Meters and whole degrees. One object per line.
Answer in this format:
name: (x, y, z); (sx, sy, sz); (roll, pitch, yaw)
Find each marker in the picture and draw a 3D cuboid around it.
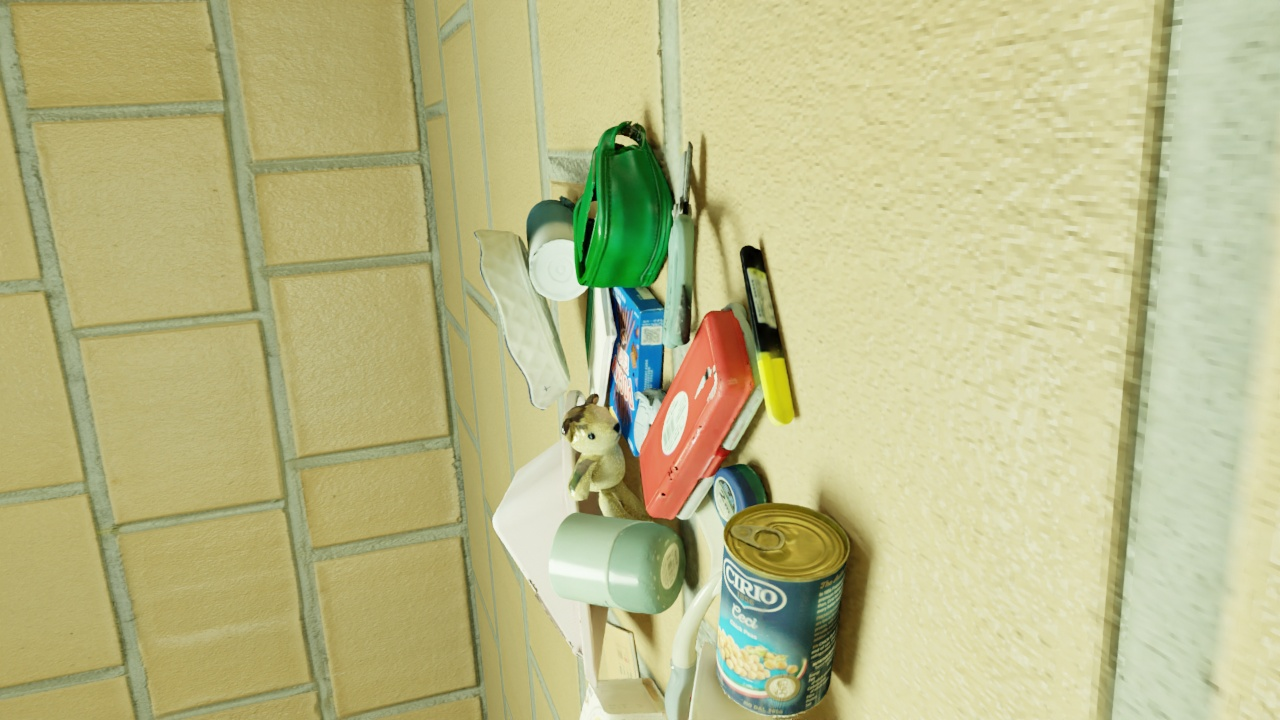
marker: (0.082, -0.018, 0.609); (0.015, 0.018, 0.124); (149, 114, -66)

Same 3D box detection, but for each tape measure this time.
tape measure: (0.075, 0.104, 0.674); (0.055, 0.025, 0.058); (107, 147, -50)

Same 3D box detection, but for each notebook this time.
notebook: (-0.046, -0.026, 0.976); (0.210, 0.012, 0.150); (100, 165, -55)
notebook: (-0.015, 0.432, 1.131); (0.148, 0.008, 0.207); (148, 113, -72)

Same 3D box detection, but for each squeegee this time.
squeegee: (0.044, 0.242, 0.771); (0.246, 0.039, 0.247); (-116, 30, -47)

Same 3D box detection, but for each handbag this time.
handbag: (-0.019, -0.133, 0.823); (0.132, 0.068, 0.120); (118, 149, -64)

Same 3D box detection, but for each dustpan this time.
dustpan: (-0.055, 0.180, 1.017); (0.273, 0.139, 0.222); (56, -172, -11)

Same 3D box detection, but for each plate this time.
plate: (-0.124, -0.048, 0.996); (0.205, 0.045, 0.205); (148, 102, -90)

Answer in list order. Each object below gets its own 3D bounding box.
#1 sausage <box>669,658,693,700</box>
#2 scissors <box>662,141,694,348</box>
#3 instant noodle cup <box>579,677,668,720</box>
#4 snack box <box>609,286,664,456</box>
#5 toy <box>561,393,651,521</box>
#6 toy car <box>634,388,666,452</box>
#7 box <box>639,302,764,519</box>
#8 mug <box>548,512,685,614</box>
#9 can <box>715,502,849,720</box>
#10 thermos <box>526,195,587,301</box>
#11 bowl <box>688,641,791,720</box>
sausage: (0.057, 0.321, 0.832); (0.155, 0.020, 0.020); (-124, 32, -57)
scissors: (0.031, -0.076, 0.694); (0.177, 0.019, 0.174); (-88, 3, -66)
instant noodle cup: (-0.019, 0.415, 0.982); (0.116, 0.116, 0.124); (-155, 70, -70)
snack box: (-0.005, 0.005, 0.887); (0.084, 0.026, 0.157); (-125, 32, -57)
toy: (-0.031, 0.111, 0.908); (0.066, 0.104, 0.157); (-8, 117, 32)
toy car: (0.017, 0.084, 0.837); (0.054, 0.036, 0.120); (-162, 63, -71)
box: (0.047, 0.044, 0.706); (0.202, 0.048, 0.087); (112, 155, -49)
mug: (-0.013, 0.190, 0.860); (0.111, 0.106, 0.082); (27, -112, -63)
can: (0.086, 0.156, 0.573); (0.075, 0.075, 0.111); (-127, 34, -59)
thermos: (-0.092, -0.129, 0.999); (0.220, 0.070, 0.070); (-109, 18, -66)
bowl: (0.068, 0.254, 0.619); (0.118, 0.065, 0.118); (5, -91, -79)
